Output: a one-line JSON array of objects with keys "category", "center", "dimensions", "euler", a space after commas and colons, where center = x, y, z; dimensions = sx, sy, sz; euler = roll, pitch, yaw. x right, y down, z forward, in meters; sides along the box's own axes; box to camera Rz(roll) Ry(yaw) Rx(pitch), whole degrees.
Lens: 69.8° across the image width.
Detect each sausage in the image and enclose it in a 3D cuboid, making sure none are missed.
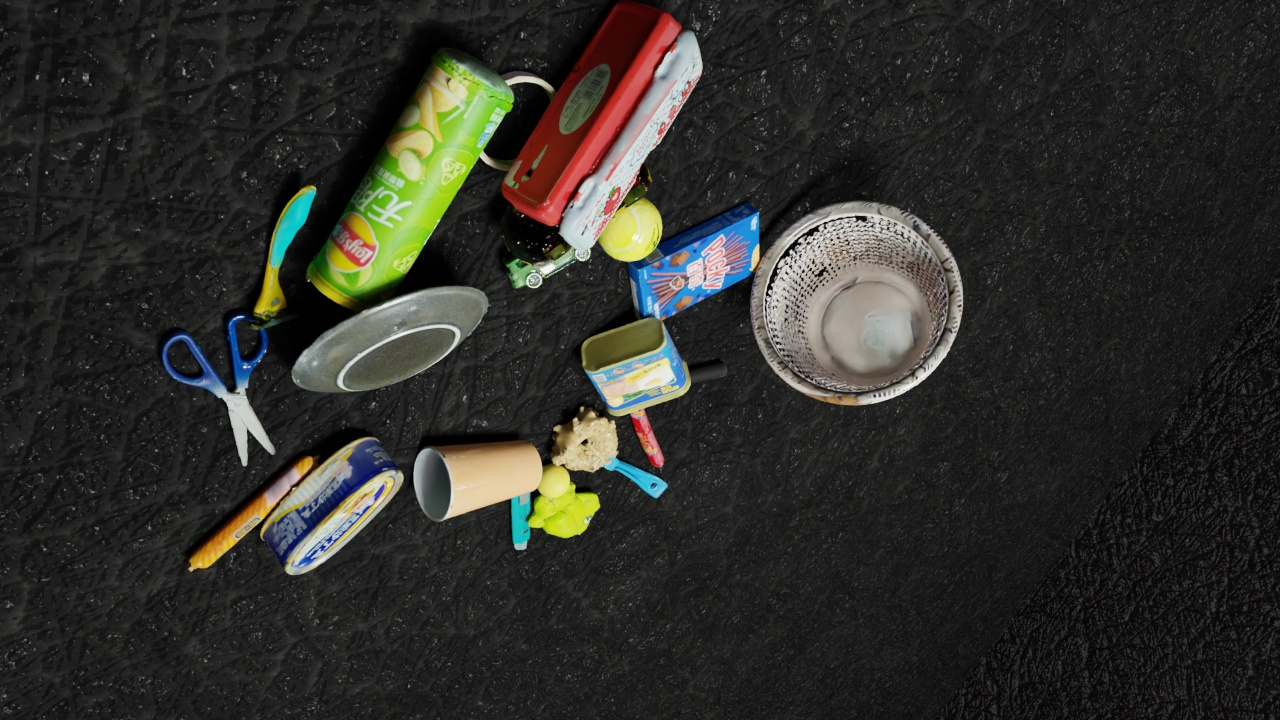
[{"category": "sausage", "center": [0.006, 0.091, 1.145], "dimensions": [0.020, 0.020, 0.156], "euler": [-34, 140, -11]}, {"category": "sausage", "center": [-0.370, 0.145, 0.879], "dimensions": [0.165, 0.021, 0.021], "euler": [-41, 141, -1]}]

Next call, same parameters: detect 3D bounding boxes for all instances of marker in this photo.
[{"category": "marker", "center": [0.050, 0.023, 1.116], "dimensions": [0.131, 0.022, 0.020], "euler": [-13, 169, -31]}]

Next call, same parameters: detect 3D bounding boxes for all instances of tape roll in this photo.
[{"category": "tape roll", "center": [-0.107, -0.204, 0.786], "dimensions": [0.085, 0.014, 0.086], "euler": [-22, 137, -23]}]

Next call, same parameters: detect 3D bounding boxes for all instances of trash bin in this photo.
[{"category": "trash bin", "center": [0.261, -0.053, 1.081], "dimensions": [0.227, 0.227, 0.192], "euler": [-49, 160, 8]}]

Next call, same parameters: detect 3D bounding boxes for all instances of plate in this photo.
[{"category": "plate", "center": [-0.213, -0.009, 0.801], "dimensions": [0.179, 0.024, 0.179], "euler": [-25, 167, -6]}]

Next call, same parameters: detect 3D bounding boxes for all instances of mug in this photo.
[{"category": "mug", "center": [-0.171, 0.123, 0.986], "dimensions": [0.122, 0.078, 0.078], "euler": [-5, 128, -43]}]

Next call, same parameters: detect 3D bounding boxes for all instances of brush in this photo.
[{"category": "brush", "center": [-0.030, 0.125, 1.136], "dimensions": [0.083, 0.046, 0.254], "euler": [-48, 145, 1]}]

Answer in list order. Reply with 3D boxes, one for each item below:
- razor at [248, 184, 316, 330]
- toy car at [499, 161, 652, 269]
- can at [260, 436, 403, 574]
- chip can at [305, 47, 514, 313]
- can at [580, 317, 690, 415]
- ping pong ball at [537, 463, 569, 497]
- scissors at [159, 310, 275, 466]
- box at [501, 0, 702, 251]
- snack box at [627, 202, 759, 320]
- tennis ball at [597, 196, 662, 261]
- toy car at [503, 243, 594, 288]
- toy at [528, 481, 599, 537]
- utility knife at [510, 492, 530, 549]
[{"category": "razor", "center": [-0.284, -0.085, 0.736], "dimensions": [0.043, 0.028, 0.133], "euler": [-29, 150, -58]}, {"category": "toy car", "center": [-0.060, -0.146, 0.838], "dimensions": [0.155, 0.071, 0.041], "euler": [-39, -176, -12]}, {"category": "can", "center": [-0.300, 0.142, 0.895], "dimensions": [0.148, 0.049, 0.074], "euler": [-44, 161, 2]}, {"category": "chip can", "center": [-0.183, -0.141, 0.734], "dimensions": [0.072, 0.072, 0.221], "euler": [19, 111, -47]}, {"category": "can", "center": [-0.006, 0.006, 1.009], "dimensions": [0.102, 0.057, 0.083], "euler": [-19, 139, 9]}, {"category": "ping pong ball", "center": [-0.103, 0.142, 1.081], "dimensions": [0.040, 0.040, 0.040], "euler": [-22, 137, -23]}, {"category": "scissors", "center": [-0.345, 0.025, 0.798], "dimensions": [0.141, 0.012, 0.171], "euler": [-42, 142, 1]}, {"category": "box", "center": [-0.019, -0.192, 0.785], "dimensions": [0.098, 0.095, 0.201], "euler": [32, 91, -50]}, {"category": "snack box", "center": [0.062, -0.105, 1.006], "dimensions": [0.157, 0.026, 0.085], "euler": [-28, 139, -17]}, {"category": "tennis ball", "center": [-0.012, -0.129, 0.892], "dimensions": [0.065, 0.065, 0.066], "euler": [-22, 137, -23]}, {"category": "toy car", "center": [-0.087, -0.101, 0.872], "dimensions": [0.091, 0.043, 0.036], "euler": [-27, 117, -7]}, {"category": "toy", "center": [-0.095, 0.187, 1.137], "dimensions": [0.096, 0.031, 0.100], "euler": [-30, 137, -20]}, {"category": "utility knife", "center": [-0.142, 0.175, 1.102], "dimensions": [0.029, 0.013, 0.165], "euler": [-18, 135, -27]}]
